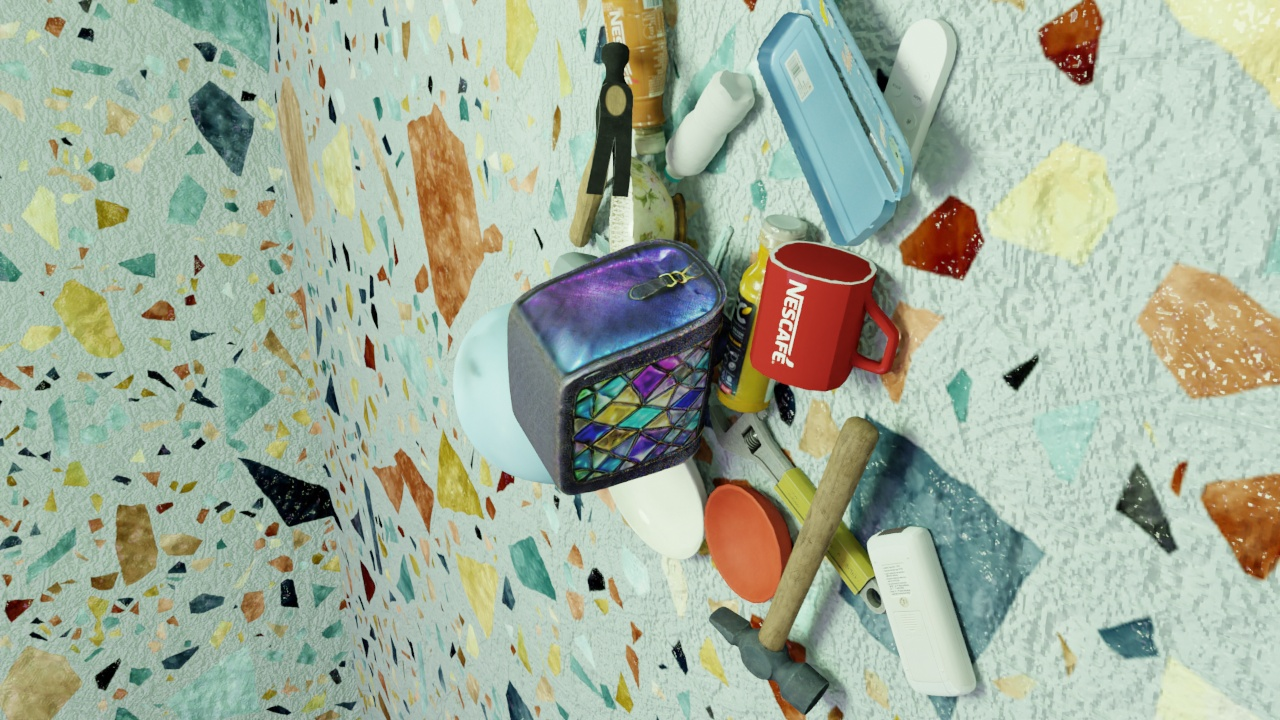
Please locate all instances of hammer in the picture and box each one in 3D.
[{"bbox_3d":[-0.048,-0.192,0.983,0.306,0.040,0.132,122,150,-71],"label":"hammer"},{"bbox_3d":[0.146,0.177,0.816,0.129,0.040,0.323,36,132,28],"label":"hammer"}]

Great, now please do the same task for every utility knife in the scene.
[{"bbox_3d":[0.000,-0.097,1.035,0.198,0.015,0.031,41,130,40],"label":"utility knife"}]

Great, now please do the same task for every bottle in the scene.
[{"bbox_3d":[-0.034,-0.071,1.046,0.161,0.072,0.046,42,118,44],"label":"bottle"},{"bbox_3d":[0.000,-0.293,0.926,0.059,0.059,0.167,26,131,53],"label":"bottle"},{"bbox_3d":[0.059,-0.215,0.868,0.137,0.044,0.044,-47,61,54],"label":"bottle"},{"bbox_3d":[0.111,-0.041,0.834,0.053,0.053,0.186,45,136,43],"label":"bottle"}]

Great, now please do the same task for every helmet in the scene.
[{"bbox_3d":[-0.150,0.046,1.180,0.265,0.166,0.226,58,145,40],"label":"helmet"}]

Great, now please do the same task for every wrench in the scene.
[{"bbox_3d":[0.147,0.127,0.870,0.273,0.018,0.084,55,142,34],"label":"wrench"}]

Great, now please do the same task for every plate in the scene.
[{"bbox_3d":[0.021,0.138,1.047,0.182,0.034,0.183,33,135,40],"label":"plate"}]

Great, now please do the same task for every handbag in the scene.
[{"bbox_3d":[-0.005,0.005,0.880,0.125,0.221,0.205,53,152,36],"label":"handbag"}]

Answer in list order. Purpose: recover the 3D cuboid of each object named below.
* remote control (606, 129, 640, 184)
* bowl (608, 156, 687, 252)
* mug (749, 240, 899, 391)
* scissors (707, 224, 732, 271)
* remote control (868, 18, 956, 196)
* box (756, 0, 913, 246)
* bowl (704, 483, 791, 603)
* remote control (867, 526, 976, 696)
[{"bbox_3d":[-0.025,-0.229,1.032,0.131,0.012,0.033,-26,80,59],"label":"remote control"},{"bbox_3d":[0.009,-0.136,0.939,0.145,0.063,0.145,179,91,-78],"label":"bowl"},{"bbox_3d":[0.155,-0.033,0.750,0.116,0.080,0.097,20,122,22],"label":"mug"},{"bbox_3d":[0.062,-0.067,0.942,0.065,0.033,0.175,39,134,23],"label":"scissors"},{"bbox_3d":[0.197,-0.184,0.682,0.043,0.013,0.137,48,139,40],"label":"remote control"},{"bbox_3d":[0.152,-0.201,0.710,0.127,0.039,0.209,113,142,-61],"label":"box"},{"bbox_3d":[0.114,0.181,0.927,0.122,0.035,0.122,28,124,52],"label":"bowl"},{"bbox_3d":[0.229,0.206,0.755,0.060,0.025,0.138,-30,72,58],"label":"remote control"}]
